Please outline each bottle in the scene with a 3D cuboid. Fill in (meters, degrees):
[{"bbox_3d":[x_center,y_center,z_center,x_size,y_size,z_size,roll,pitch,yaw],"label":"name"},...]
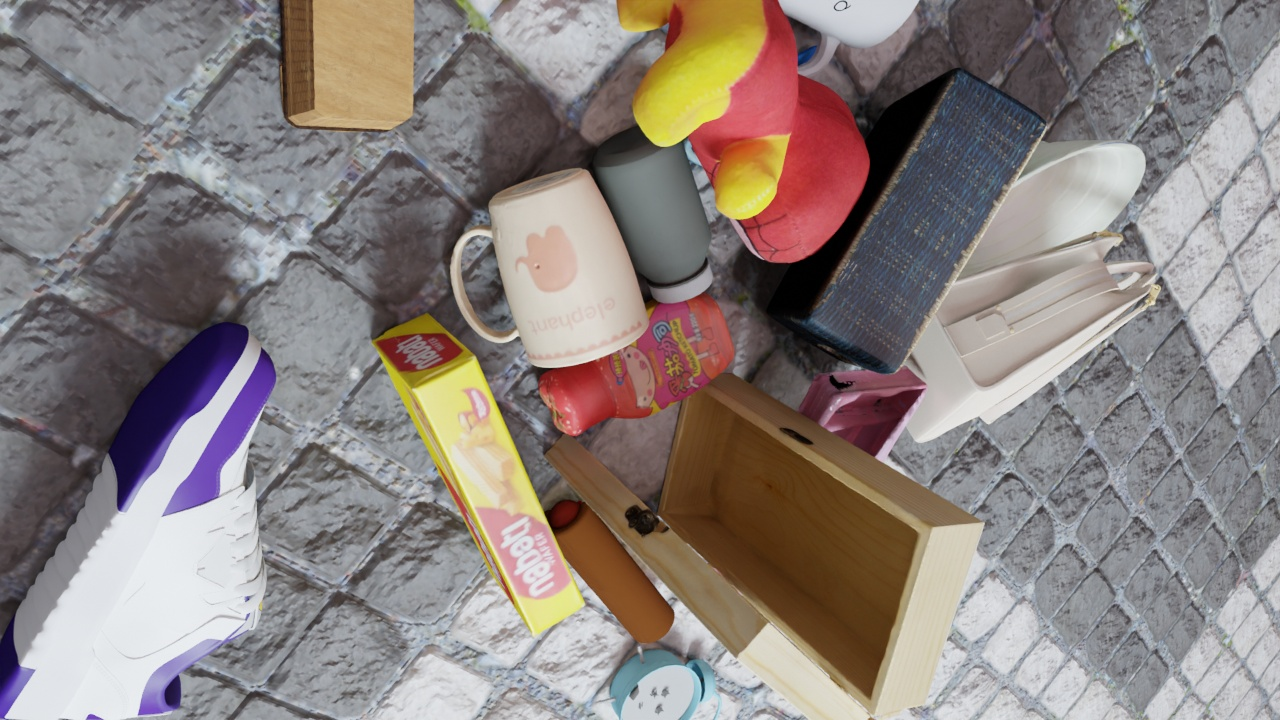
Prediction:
[{"bbox_3d":[0.012,-0.094,0.596,0.060,0.060,0.108,-31,121,-16],"label":"bottle"},{"bbox_3d":[-0.004,0.004,0.632,0.134,0.048,0.071,-27,112,-17],"label":"bottle"}]

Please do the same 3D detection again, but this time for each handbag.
[{"bbox_3d":[0.295,-0.026,0.684,0.198,0.101,0.195,-23,164,-4],"label":"handbag"}]

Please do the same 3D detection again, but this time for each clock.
[{"bbox_3d":[0.025,0.287,0.767,0.123,0.042,0.087,38,88,-33],"label":"clock"}]

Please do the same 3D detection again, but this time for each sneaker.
[{"bbox_3d":[-0.249,0.102,0.510,0.111,0.092,0.244,29,97,-36],"label":"sneaker"}]

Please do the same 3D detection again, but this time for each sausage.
[{"bbox_3d":[-0.023,0.159,0.692,0.040,0.040,0.155,-40,124,-10],"label":"sausage"}]

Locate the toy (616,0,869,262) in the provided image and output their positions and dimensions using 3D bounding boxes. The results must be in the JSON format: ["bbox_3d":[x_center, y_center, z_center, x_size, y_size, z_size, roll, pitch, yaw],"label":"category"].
[{"bbox_3d":[0.069,-0.140,0.548,0.216,0.099,0.147,34,47,-52],"label":"toy"}]

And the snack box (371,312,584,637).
[{"bbox_3d":[-0.100,0.073,0.580,0.042,0.092,0.201,-30,121,-18],"label":"snack box"}]

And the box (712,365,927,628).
[{"bbox_3d":[0.142,0.114,0.696,0.099,0.080,0.233,-1,131,-29],"label":"box"}]

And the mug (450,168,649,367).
[{"bbox_3d":[-0.061,-0.056,0.565,0.111,0.085,0.104,-14,109,8],"label":"mug"}]

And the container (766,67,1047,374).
[{"bbox_3d":[0.171,-0.092,0.631,0.071,0.145,0.187,30,93,-5],"label":"container"}]

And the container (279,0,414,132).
[{"bbox_3d":[-0.148,-0.172,0.471,0.063,0.061,0.114,-5,112,-28],"label":"container"}]

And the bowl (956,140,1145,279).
[{"bbox_3d":[0.281,-0.117,0.694,0.176,0.057,0.177,-19,152,-11],"label":"bowl"}]

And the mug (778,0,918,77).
[{"bbox_3d":[0.110,-0.239,0.585,0.096,0.083,0.120,11,117,-33],"label":"mug"}]

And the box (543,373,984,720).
[{"bbox_3d":[0.067,0.119,0.599,0.179,0.248,0.142,-19,117,-23],"label":"box"}]

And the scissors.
[{"bbox_3d":[0.076,-0.174,0.628,0.131,0.018,0.109,2,111,-29],"label":"scissors"}]
